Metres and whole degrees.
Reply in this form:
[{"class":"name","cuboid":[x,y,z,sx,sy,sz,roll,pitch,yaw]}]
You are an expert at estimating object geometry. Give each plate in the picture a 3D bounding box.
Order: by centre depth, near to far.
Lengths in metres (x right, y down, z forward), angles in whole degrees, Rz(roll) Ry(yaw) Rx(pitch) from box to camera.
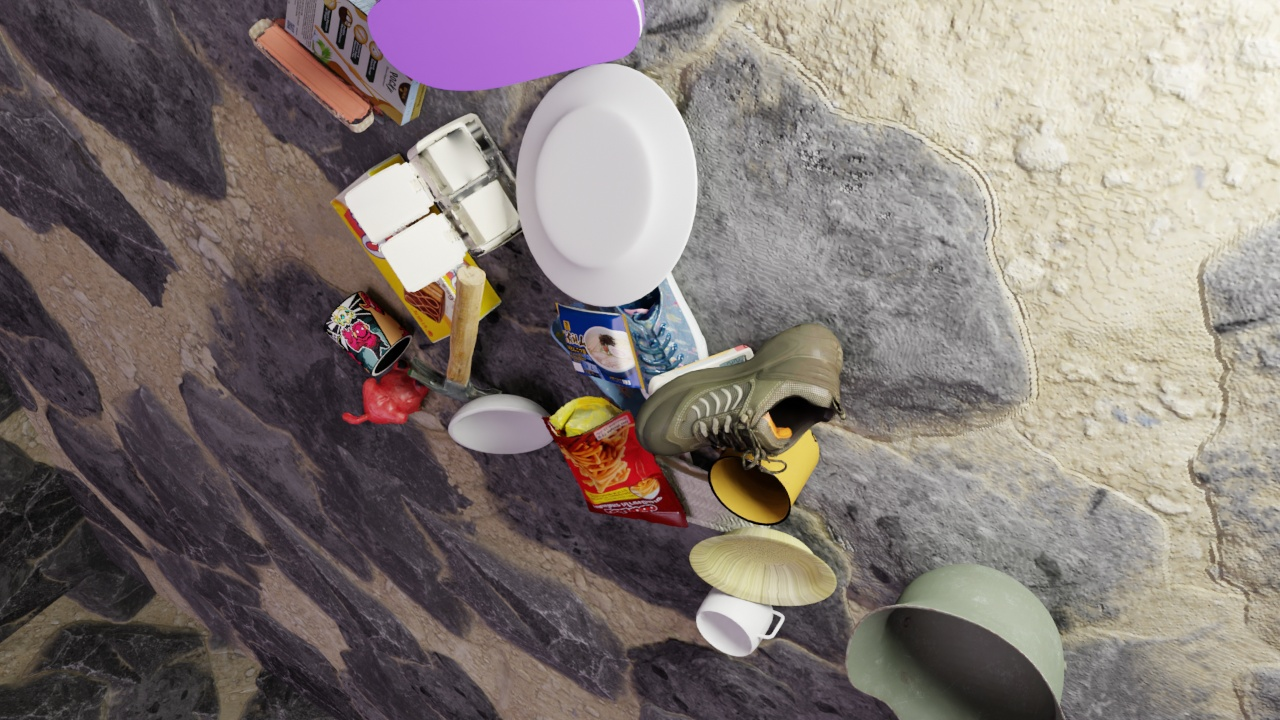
[{"class":"plate","cuboid":[-0.046,-0.175,0.931,0.243,0.016,0.242,8,103,38]},{"class":"plate","cuboid":[0.157,0.253,1.165,0.184,0.036,0.185,11,143,8]}]

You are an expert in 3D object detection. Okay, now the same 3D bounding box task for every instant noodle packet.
[{"class":"instant noodle packet","cuboid":[-0.046,-0.017,1.016,0.134,0.026,0.087,13,124,51]}]

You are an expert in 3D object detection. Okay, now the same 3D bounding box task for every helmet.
[{"class":"helmet","cuboid":[0.361,0.322,0.993,0.227,0.153,0.268,7,123,36]}]

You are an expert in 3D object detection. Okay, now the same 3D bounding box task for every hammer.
[{"class":"hammer","cuboid":[-0.231,-0.026,1.184,0.132,0.033,0.331,18,151,-5]}]

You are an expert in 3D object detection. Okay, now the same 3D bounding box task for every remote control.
[{"class":"remote control","cuboid":[0.068,0.018,1.012,0.018,0.125,0.038,-127,21,-50]}]

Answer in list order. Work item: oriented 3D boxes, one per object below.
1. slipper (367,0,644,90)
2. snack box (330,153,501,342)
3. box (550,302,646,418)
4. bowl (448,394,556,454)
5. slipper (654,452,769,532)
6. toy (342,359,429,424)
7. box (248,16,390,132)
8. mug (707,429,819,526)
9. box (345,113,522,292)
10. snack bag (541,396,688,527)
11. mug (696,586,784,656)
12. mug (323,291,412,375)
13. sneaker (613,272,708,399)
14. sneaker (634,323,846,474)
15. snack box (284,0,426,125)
[{"class":"slipper","cuboid":[-0.123,-0.338,0.894,0.267,0.083,0.107,-1,137,17]},{"class":"snack box","cuboid":[-0.293,-0.142,1.199,0.110,0.061,0.230,-17,112,45]},{"class":"box","cuboid":[-0.005,0.005,1.085,0.209,0.085,0.073,47,151,-5]},{"class":"bowl","cuboid":[-0.192,0.082,1.288,0.149,0.043,0.150,-2,150,-1]},{"class":"slipper","cuboid":[0.047,0.150,1.181,0.263,0.052,0.115,20,131,11]},{"class":"toy","cuboid":[-0.391,0.072,1.414,0.088,0.132,0.094,50,149,8]},{"class":"box","cuboid":[-0.388,-0.342,1.105,0.187,0.070,0.056,41,101,6]},{"class":"mug","cuboid":[0.134,0.111,1.043,0.124,0.093,0.101,40,140,2]},{"class":"box","cuboid":[-0.222,-0.175,1.028,0.058,0.187,0.144,-6,117,60]},{"class":"snack bag","cuboid":[-0.031,0.133,1.144,0.139,0.066,0.208,-3,135,25]},{"class":"mug","cuboid":[0.140,0.353,1.262,0.116,0.067,0.094,5,126,36]},{"class":"mug","cuboid":[-0.406,-0.036,1.373,0.098,0.081,0.118,42,163,2]},{"class":"sneaker","cuboid":[0.019,-0.033,1.008,0.087,0.079,0.235,-15,112,10]},{"class":"sneaker","cuboid":[0.109,0.073,0.940,0.238,0.142,0.101,-27,136,21]},{"class":"snack box","cuboid":[-0.325,-0.370,1.056,0.186,0.031,0.101,40,139,4]}]
